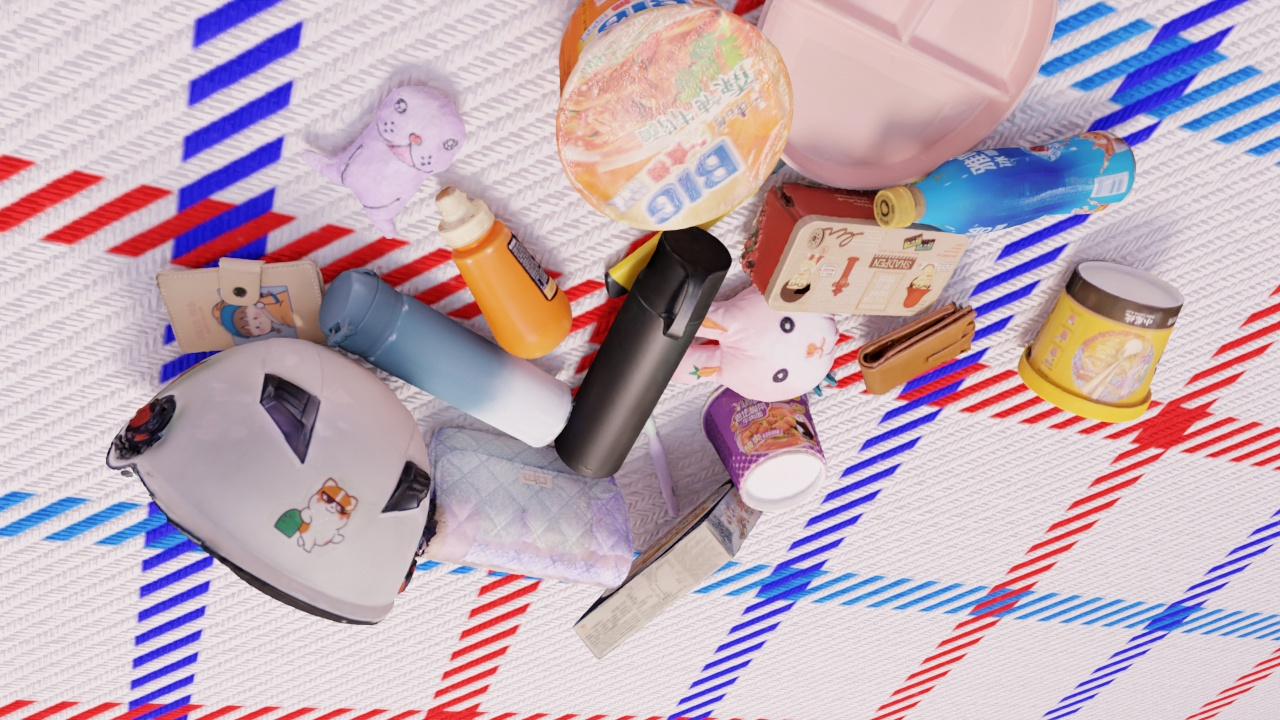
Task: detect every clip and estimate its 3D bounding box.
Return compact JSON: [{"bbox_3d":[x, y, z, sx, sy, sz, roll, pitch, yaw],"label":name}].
[{"bbox_3d":[0.165,0.015,0.877,0.048,0.014,0.057,-38,128,21],"label":"clip"}]

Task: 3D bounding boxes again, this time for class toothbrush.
[{"bbox_3d":[0.021,0.095,0.908,0.021,0.029,0.189,15,141,27],"label":"toothbrush"}]

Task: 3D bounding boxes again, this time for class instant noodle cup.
[{"bbox_3d":[0.428,-0.022,0.848,0.118,0.118,0.115,1,121,-15],"label":"instant noodle cup"},{"bbox_3d":[0.122,0.080,0.867,0.111,0.099,0.112,-7,130,-9],"label":"instant noodle cup"},{"bbox_3d":[0.012,-0.179,0.606,0.151,0.111,0.152,-7,131,-8],"label":"instant noodle cup"}]

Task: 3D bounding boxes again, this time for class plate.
[{"bbox_3d":[0.186,-0.229,0.662,0.229,0.028,0.230,-8,132,-9],"label":"plate"}]

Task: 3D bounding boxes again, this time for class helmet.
[{"bbox_3d":[-0.249,0.070,0.684,0.230,0.274,0.156,39,75,-27],"label":"helmet"}]

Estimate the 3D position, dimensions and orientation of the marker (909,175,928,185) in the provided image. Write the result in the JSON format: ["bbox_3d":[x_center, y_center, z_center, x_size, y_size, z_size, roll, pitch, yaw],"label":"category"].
[{"bbox_3d":[0.279,-0.151,0.761,0.124,0.015,0.018,-3,131,-14],"label":"marker"}]

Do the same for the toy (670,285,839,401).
[{"bbox_3d":[0.096,-0.016,0.807,0.159,0.054,0.121,-2,120,-4],"label":"toy"}]

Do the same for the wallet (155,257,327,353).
[{"bbox_3d":[-0.302,-0.044,0.706,0.115,0.024,0.087,-3,136,-9],"label":"wallet"}]

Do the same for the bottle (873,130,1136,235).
[{"bbox_3d":[0.282,-0.134,0.718,0.218,0.065,0.065,-13,133,-18],"label":"bottle"}]

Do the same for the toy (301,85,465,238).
[{"bbox_3d":[-0.171,-0.146,0.638,0.108,0.038,0.084,-37,120,20],"label":"toy"}]

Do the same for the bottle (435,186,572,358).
[{"bbox_3d":[-0.110,-0.070,0.708,0.067,0.066,0.149,-26,124,9],"label":"bottle"}]

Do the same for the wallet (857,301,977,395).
[{"bbox_3d":[0.250,-0.009,0.830,0.108,0.031,0.131,-28,162,9],"label":"wallet"}]

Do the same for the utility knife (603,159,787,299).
[{"bbox_3d":[0.040,-0.108,0.738,0.181,0.015,0.033,-36,142,16],"label":"utility knife"}]

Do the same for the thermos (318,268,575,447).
[{"bbox_3d":[-0.154,0.000,0.748,0.070,0.070,0.220,-41,128,21],"label":"thermos"}]

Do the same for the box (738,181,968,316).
[{"bbox_3d":[0.169,-0.092,0.752,0.168,0.075,0.091,1,130,-25],"label":"box"}]

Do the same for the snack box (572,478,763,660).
[{"bbox_3d":[0.038,0.192,0.901,0.178,0.182,0.046,-43,85,22],"label":"snack box"}]

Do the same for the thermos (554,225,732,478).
[{"bbox_3d":[-0.005,0.004,0.764,0.068,0.089,0.243,21,129,-8],"label":"thermos"}]

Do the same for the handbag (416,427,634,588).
[{"bbox_3d":[-0.108,0.134,0.832,0.193,0.134,0.076,14,127,-25],"label":"handbag"}]
